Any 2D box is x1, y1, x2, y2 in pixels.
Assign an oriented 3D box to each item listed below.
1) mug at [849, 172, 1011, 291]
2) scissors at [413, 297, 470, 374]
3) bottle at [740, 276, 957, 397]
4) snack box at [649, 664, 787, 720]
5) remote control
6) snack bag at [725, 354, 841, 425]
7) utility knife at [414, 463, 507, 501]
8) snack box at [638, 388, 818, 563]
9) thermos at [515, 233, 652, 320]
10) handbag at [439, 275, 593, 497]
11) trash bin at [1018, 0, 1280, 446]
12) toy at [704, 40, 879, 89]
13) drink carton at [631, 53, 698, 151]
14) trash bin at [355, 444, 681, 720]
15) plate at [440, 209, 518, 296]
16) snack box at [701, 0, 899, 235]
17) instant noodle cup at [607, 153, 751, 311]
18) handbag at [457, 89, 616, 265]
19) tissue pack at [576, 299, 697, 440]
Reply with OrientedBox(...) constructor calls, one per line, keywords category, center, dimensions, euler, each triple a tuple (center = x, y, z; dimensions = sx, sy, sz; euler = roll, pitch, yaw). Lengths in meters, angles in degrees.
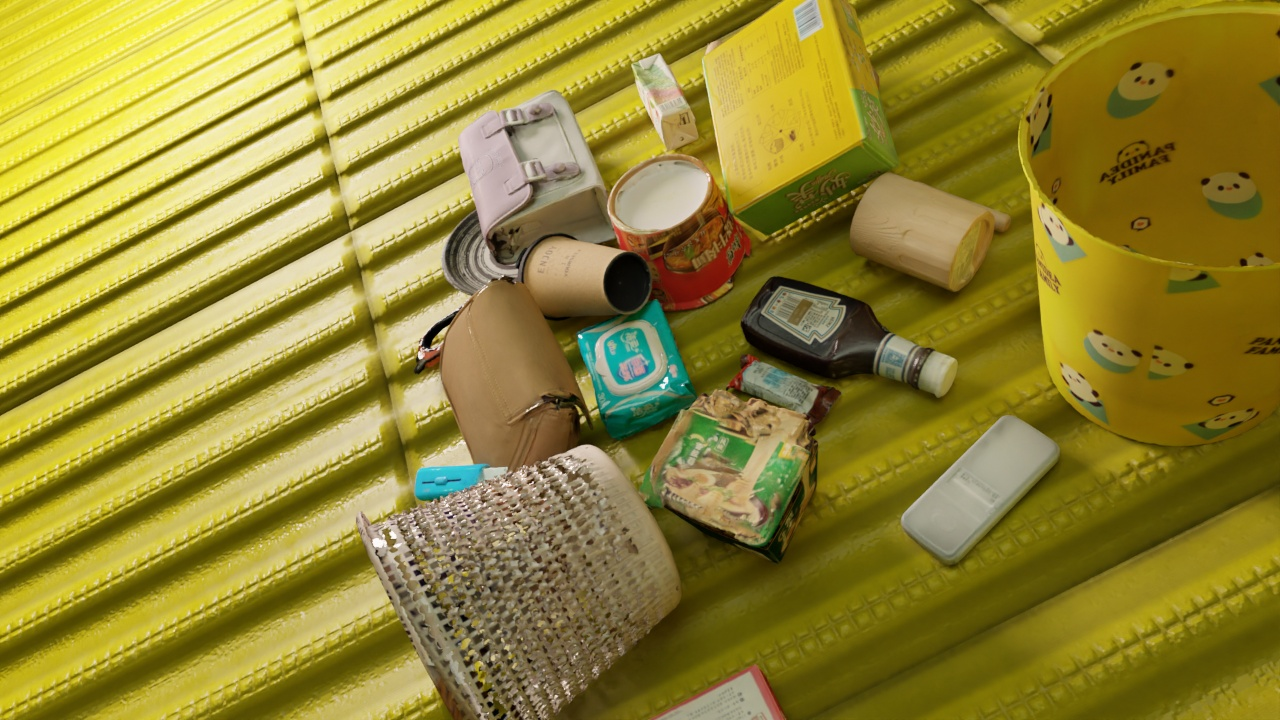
OrientedBox(category="mug", center=(0.276, -0.127, 0.867), dimensions=(0.103, 0.084, 0.124), euler=(31, 45, 34))
OrientedBox(category="scissors", center=(-0.171, -0.061, 1.027), dimensions=(0.189, 0.015, 0.226), euler=(22, 63, 30))
OrientedBox(category="bottle", center=(0.190, -0.018, 0.838), dimensions=(0.195, 0.044, 0.079), euler=(24, 68, 32))
OrientedBox(category="snack box", center=(0.065, 0.304, 0.657), dimensions=(0.113, 0.044, 0.127), euler=(-27, 50, 0))
OrientedBox(category="remote control", center=(0.272, 0.102, 0.734), dimensions=(0.136, 0.020, 0.056), euler=(-42, 53, -11))
OrientedBox(category="snack bag", center=(0.128, 0.025, 0.842), dimensions=(0.105, 0.026, 0.045), euler=(23, 58, 32))
OrientedBox(category="utility knife", center=(-0.166, 0.110, 0.844), dimensions=(0.188, 0.018, 0.034), euler=(-14, 60, 53))
OrientedBox(category="snack box", center=(0.085, 0.105, 0.752), dimensions=(0.118, 0.106, 0.117), euler=(18, 66, 32))
OrientedBox(category="thermos", center=(-0.057, -0.082, 0.929), dimensions=(0.143, 0.093, 0.093), euler=(11, 59, 51))
OrientedBox(category="handbag", center=(-0.117, 0.028, 0.869), dimensions=(0.099, 0.148, 0.204), euler=(-1, 48, -35))
OrientedBox(category="trash bin", center=(0.394, -0.078, 0.662), dimensions=(0.230, 0.255, 0.229), euler=(-10, 54, 14))
OrientedBox(category="toy", center=(0.169, -0.321, 1.037), dimensions=(0.143, 0.082, 0.226), euler=(-40, 50, -4))
OrientedBox(category="drink carton", center=(0.030, -0.313, 1.105), dimensions=(0.045, 0.053, 0.122), euler=(-21, 51, 1))
OrientedBox(category="trash bin", center=(-0.084, 0.173, 0.718), dimensions=(0.192, 0.228, 0.227), euler=(-29, 50, -16))
OrientedBox(category="plate", center=(-0.139, -0.128, 1.050), dimensions=(0.179, 0.024, 0.179), euler=(-6, 49, 7))
OrientedBox(category="snack box", center=(0.154, -0.254, 0.926), dimensions=(0.158, 0.070, 0.209), euler=(-26, 60, 35))
OrientedBox(category="instant noodle cup", center=(0.032, -0.136, 0.942), dimensions=(0.138, 0.109, 0.137), euler=(-11, 53, 15))
OrientedBox(category="handbag", center=(-0.123, -0.208, 1.039), dimensions=(0.145, 0.098, 0.196), euler=(-23, 48, 0))
OrientedBox(category="tissue pack", center=(-0.005, 0.005, 0.893), dimensions=(0.093, 0.050, 0.133), euler=(-24, 50, 5))
